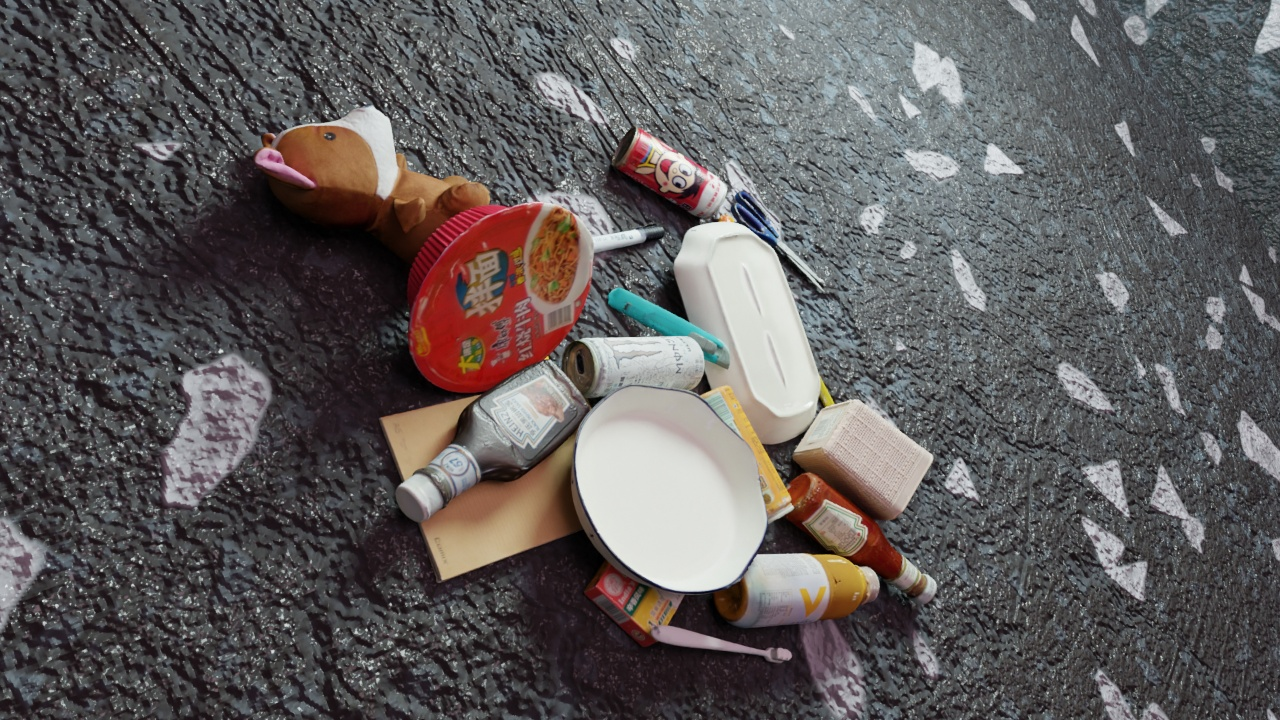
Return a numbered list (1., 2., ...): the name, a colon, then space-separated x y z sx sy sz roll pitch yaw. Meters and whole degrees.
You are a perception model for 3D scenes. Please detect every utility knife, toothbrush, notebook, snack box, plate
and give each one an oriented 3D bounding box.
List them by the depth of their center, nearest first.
1. notebook: -0.115 0.097 0.831 0.211 0.012 0.149 -13 72 -39
2. toothbrush: 0.078 0.264 0.852 0.180 0.016 0.016 23 54 -36
3. plate: 0.023 0.121 0.857 0.204 0.046 0.204 16 56 -25
4. snack box: 0.017 0.183 0.866 0.077 0.027 0.155 43 48 -6
5. utility knife: 0.033 -0.035 0.982 0.151 0.013 0.029 28 78 -1
6. plate: 0.131 -0.038 1.038 0.161 0.034 0.265 -12 81 -36
7. toothbrush: 0.248 0.087 1.090 0.015 0.017 0.190 -21 79 -42

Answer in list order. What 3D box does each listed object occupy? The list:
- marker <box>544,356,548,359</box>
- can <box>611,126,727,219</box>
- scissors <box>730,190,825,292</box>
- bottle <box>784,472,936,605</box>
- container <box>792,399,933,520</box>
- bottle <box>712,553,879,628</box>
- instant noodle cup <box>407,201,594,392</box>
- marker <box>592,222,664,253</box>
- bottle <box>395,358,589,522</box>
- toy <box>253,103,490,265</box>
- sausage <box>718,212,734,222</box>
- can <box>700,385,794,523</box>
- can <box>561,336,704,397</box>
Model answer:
1. marker: -0.116 -0.047 0.907 0.018 0.015 0.123 -5 66 -39
2. can: 0.035 -0.219 1.082 0.132 0.053 0.053 28 53 -21
3. scissors: 0.174 -0.142 1.159 0.173 0.012 0.124 57 34 8
4. bottle: 0.242 0.199 0.998 0.206 0.060 0.059 38 50 -16
5. container: 0.242 0.108 1.016 0.111 0.090 0.090 40 71 -8
6. bottle: 0.161 0.228 0.917 0.189 0.068 0.068 6 62 -33
7. instant noodle cup: -0.134 -0.066 0.817 0.193 0.194 0.066 -16 44 -40
8. marker: -0.024 -0.135 1.018 0.130 0.018 0.022 -17 68 -41
9. bottle: -0.129 0.072 0.799 0.080 0.044 0.194 50 48 2
10. toy: -0.236 -0.157 0.812 0.199 0.140 0.130 13 97 -21
11. sausage: 0.102 -0.112 1.092 0.021 0.022 0.164 20 56 -26
12. can: 0.100 0.100 0.950 0.058 0.058 0.146 -21 79 -41
13. can: -0.005 0.005 0.920 0.146 0.058 0.058 -2 67 -41
